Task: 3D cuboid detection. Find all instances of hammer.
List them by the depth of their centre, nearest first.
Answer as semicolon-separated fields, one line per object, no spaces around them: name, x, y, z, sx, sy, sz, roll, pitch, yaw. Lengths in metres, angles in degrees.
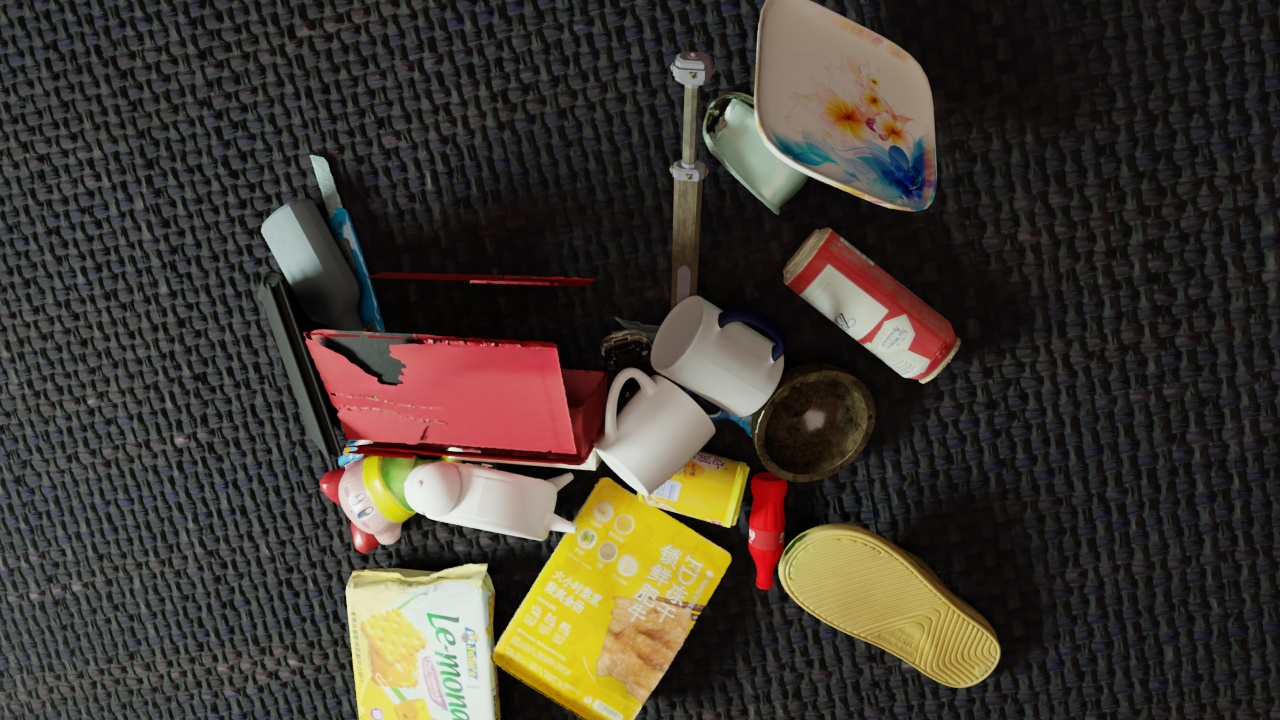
hammer;0.045;-0.122;0.809;0.147;0.028;0.317;6;137;6

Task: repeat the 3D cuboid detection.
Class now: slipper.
slipper;0.247;0.232;0.911;0.263;0.078;0.100;35;105;-17

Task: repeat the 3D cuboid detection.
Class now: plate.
plate;0.175;-0.219;0.788;0.187;0.016;0.186;17;62;-21

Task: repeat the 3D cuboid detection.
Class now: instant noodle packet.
instant noodle packet;-0.028;0.251;0.960;0.163;0.084;0.222;32;98;2

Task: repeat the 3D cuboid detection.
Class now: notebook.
notebook;-0.334;0.003;0.890;0.019;0.232;0.169;-20;99;-22

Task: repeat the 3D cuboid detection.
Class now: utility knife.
utility knife;-0.306;-0.113;0.959;0.031;0.015;0.209;-15;97;12

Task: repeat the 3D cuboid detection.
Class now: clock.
clock;-0.149;0.132;0.917;0.160;0.125;0.072;15;78;-19

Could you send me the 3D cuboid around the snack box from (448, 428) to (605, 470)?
snack box;-0.111;0.083;0.931;0.150;0.081;0.026;3;101;9

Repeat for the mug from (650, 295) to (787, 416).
mug;0.081;-0.010;0.841;0.097;0.078;0.112;29;140;-24

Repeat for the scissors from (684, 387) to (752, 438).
scissors;0.102;0.064;0.932;0.090;0.014;0.141;-31;96;12

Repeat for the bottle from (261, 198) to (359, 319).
bottle;-0.326;-0.079;0.942;0.072;0.046;0.161;-24;95;42

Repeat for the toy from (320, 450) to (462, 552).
toy;-0.266;0.126;0.976;0.132;0.096;0.124;-28;89;31

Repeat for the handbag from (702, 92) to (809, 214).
handbag;0.107;-0.191;0.824;0.106;0.121;0.067;42;103;-1

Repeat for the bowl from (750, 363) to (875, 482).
bowl;0.159;0.052;0.890;0.121;0.056;0.121;-6;118;-12

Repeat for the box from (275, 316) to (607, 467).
box;-0.153;0.043;0.818;0.211;0.315;0.124;4;82;9

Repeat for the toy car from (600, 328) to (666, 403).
toy car;-0.005;0.005;0.902;0.048;0.113;0.040;-14;53;7

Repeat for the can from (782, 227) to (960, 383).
can;0.216;-0.052;0.862;0.170;0.067;0.067;38;104;0

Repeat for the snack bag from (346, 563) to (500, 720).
snack bag;-0.229;0.336;1.006;0.160;0.068;0.247;-1;101;8

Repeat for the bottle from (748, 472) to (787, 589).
bottle;0.129;0.175;0.935;0.036;0.036;0.119;3;102;8

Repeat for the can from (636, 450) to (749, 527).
can;0.051;0.122;0.921;0.105;0.067;0.068;14;102;6

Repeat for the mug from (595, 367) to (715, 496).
mug;0.003;0.061;0.854;0.087;0.081;0.114;-46;120;-13
